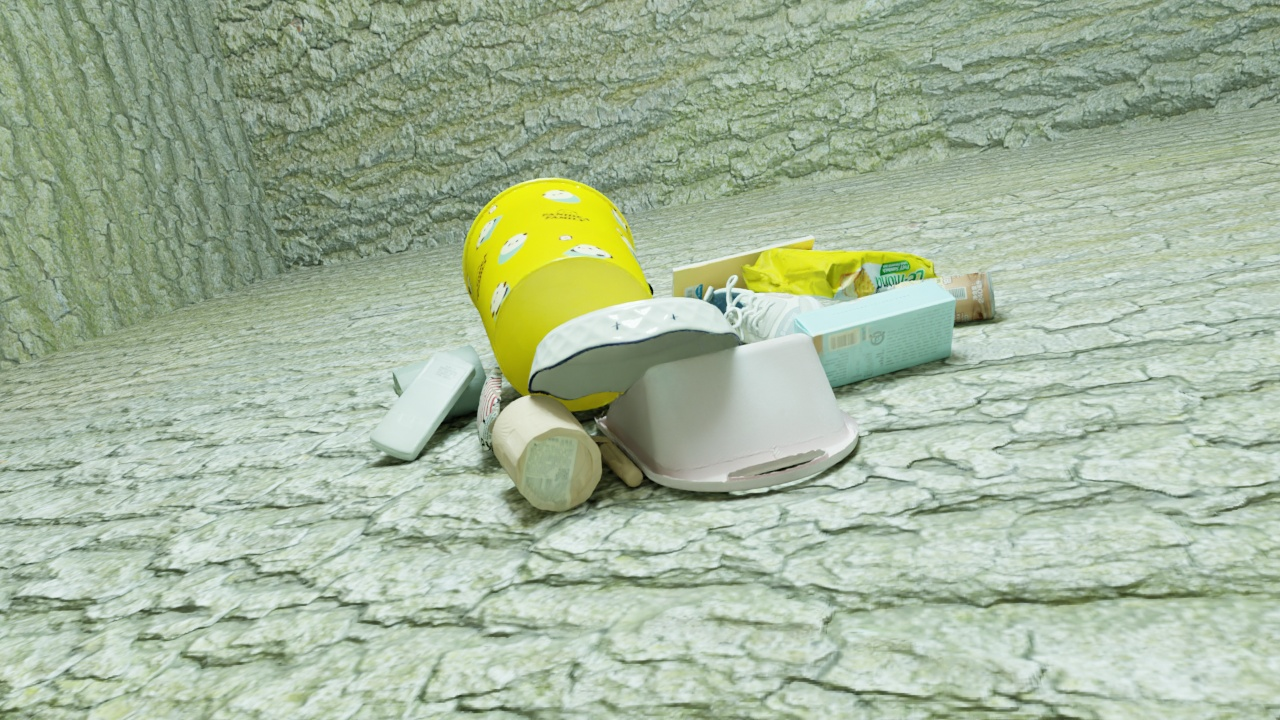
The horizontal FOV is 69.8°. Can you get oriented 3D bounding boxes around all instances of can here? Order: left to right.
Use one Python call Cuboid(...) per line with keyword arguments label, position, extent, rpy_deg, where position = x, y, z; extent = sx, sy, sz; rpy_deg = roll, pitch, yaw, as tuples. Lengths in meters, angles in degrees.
Cuboid(label="can", position=(0.373, -0.074, 1.130), extent=(0.116, 0.058, 0.058), rpy_deg=(-7, 16, 18))

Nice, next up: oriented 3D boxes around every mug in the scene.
Cuboid(label="mug", position=(-0.257, 0.032, 1.170), extent=(0.103, 0.084, 0.124), rpy_deg=(-19, 16, -20))
Cuboid(label="mug", position=(-0.068, 0.088, 0.851), extent=(0.124, 0.084, 0.103), rpy_deg=(12, 8, -21))

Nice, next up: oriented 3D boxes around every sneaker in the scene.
Cuboid(label="sneaker", position=(0.148, -0.058, 1.136), extent=(0.089, 0.090, 0.242), rpy_deg=(-59, 20, -2))

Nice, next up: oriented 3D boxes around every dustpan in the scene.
Cuboid(label="dustpan", position=(0.084, 0.072, 0.903), extent=(0.222, 0.138, 0.274), rpy_deg=(-14, -13, -9))

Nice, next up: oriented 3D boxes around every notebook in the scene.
Cuboid(label="notebook", position=(0.141, -0.101, 1.297), extent=(0.206, 0.146, 0.010), rpy_deg=(-15, 54, -11))

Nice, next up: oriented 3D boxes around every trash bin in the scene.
Cuboid(label="trash bin", position=(-0.092, -0.077, 1.098), extent=(0.229, 0.230, 0.255), rpy_deg=(-13, 26, -7))

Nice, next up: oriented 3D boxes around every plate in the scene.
Cuboid(label="plate", position=(-0.008, -0.011, 0.882), extent=(0.205, 0.045, 0.205), rpy_deg=(-10, -14, -3))

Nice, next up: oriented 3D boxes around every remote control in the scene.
Cuboid(label="remote control", position=(-0.251, 0.051, 1.071), extent=(0.058, 0.021, 0.149), rpy_deg=(20, 51, 14))

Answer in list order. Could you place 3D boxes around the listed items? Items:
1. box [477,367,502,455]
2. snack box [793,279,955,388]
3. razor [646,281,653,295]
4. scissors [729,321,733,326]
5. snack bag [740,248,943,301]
Cuboid(label="box", position=(-0.138, 0.064, 1.016), extent=(0.087, 0.076, 0.163), rpy_deg=(15, 10, -13))
Cuboid(label="snack box", position=(0.252, -0.027, 0.995), extent=(0.174, 0.074, 0.051), rpy_deg=(-14, 34, -10))
Cuboid(label="razor", position=(-0.029, -0.108, 1.592), extent=(0.068, 0.062, 0.167), rpy_deg=(-39, -8, 32))
Cuboid(label="scissors", position=(0.048, 0.003, 1.043), extent=(0.170, 0.019, 0.181), rpy_deg=(-34, 8, -10))
Cuboid(label="snack bag", position=(0.271, -0.113, 1.227), extent=(0.246, 0.068, 0.158), rpy_deg=(-2, 7, -37))
